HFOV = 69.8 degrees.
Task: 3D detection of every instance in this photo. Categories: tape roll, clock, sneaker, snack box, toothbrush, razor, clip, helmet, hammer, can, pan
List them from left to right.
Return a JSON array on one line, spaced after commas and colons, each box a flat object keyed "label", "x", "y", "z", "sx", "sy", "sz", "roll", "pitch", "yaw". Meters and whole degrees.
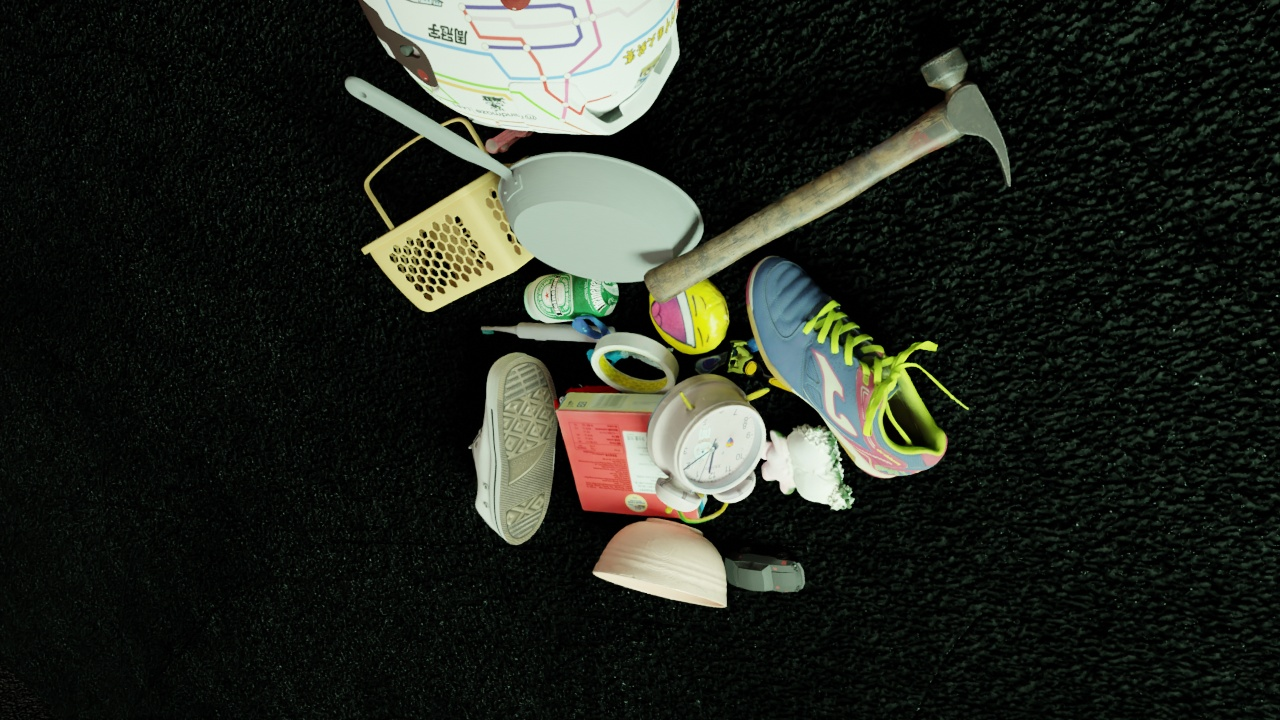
[{"label": "sneaker", "x": -0.166, "y": 0.099, "z": 1.122, "sx": 0.097, "sy": 0.091, "sz": 0.246, "roll": 26, "pitch": 125, "yaw": 38}, {"label": "helmet", "x": -0.116, "y": -0.325, "z": 0.807, "sx": 0.315, "sy": 0.230, "sz": 0.236, "roll": 25, "pitch": 151, "yaw": 19}, {"label": "clip", "x": -0.139, "y": -0.241, "z": 0.993, "sx": 0.060, "sy": 0.045, "sz": 0.023, "roll": -30, "pitch": 96, "yaw": 5}, {"label": "pan", "x": -0.106, "y": -0.159, "z": 0.851, "sx": 0.356, "sy": 0.050, "sz": 0.201, "roll": 21, "pitch": 157, "yaw": -26}, {"label": "toothbrush", "x": -0.112, "y": -0.033, "z": 1.063, "sx": 0.188, "sy": 0.018, "sz": 0.019, "roll": 4, "pitch": 110, "yaw": 31}, {"label": "can", "x": -0.075, "y": -0.070, "z": 1.002, "sx": 0.101, "sy": 0.053, "sz": 0.053, "roll": -4, "pitch": 108, "yaw": 33}, {"label": "snack box", "x": -0.008, "y": 0.106, "z": 1.013, "sx": 0.143, "sy": 0.040, "sz": 0.145, "roll": 1, "pitch": 122, "yaw": 21}, {"label": "tape roll", "x": -0.006, "y": 0.006, "z": 0.983, "sx": 0.094, "sy": 0.019, "sz": 0.094, "roll": 14, "pitch": 147, "yaw": 9}, {"label": "clock", "x": 0.068, "y": 0.095, "z": 0.934, "sx": 0.059, "sy": 0.116, "sz": 0.158, "roll": 42, "pitch": 131, "yaw": 54}, {"label": "razor", "x": 0.109, "y": -0.013, "z": 0.932, "sx": 0.141, "sy": 0.018, "sz": 0.044, "roll": -27, "pitch": 95, "yaw": 37}, {"label": "razor", "x": 0.152, "y": 0.021, "z": 0.907, "sx": 0.144, "sy": 0.021, "sz": 0.044, "roll": 21, "pitch": 139, "yaw": 12}, {"label": "hammer", "x": 0.149, "y": -0.130, "z": 0.802, "sx": 0.331, "sy": 0.033, "sz": 0.120, "roll": -28, "pitch": 94, "yaw": 24}, {"label": "sneaker", "x": 0.194, "y": -0.003, "z": 0.839, "sx": 0.242, "sy": 0.116, "sz": 0.091, "roll": 52, "pitch": 156, "yaw": -2}]

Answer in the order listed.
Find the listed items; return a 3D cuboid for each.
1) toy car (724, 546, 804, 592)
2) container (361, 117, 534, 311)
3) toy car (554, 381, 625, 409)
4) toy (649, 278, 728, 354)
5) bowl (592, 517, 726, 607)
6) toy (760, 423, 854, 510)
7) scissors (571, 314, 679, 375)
[{"label": "toy car", "x": 0.135, "y": 0.235, "z": 1.011, "sx": 0.092, "sy": 0.036, "sz": 0.042, "roll": 2, "pitch": 111, "yaw": 32}, {"label": "container", "x": -0.205, "y": -0.162, "z": 0.996, "sx": 0.184, "sy": 0.128, "sz": 0.167, "roll": -20, "pitch": 109, "yaw": 38}, {"label": "toy car", "x": -0.056, "y": 0.043, "z": 1.048, "sx": 0.090, "sy": 0.038, "sz": 0.025, "roll": -1, "pitch": 112, "yaw": 33}, {"label": "toy", "x": 0.048, "y": -0.050, "z": 0.940, "sx": 0.094, "sy": 0.041, "sz": 0.095, "roll": 7, "pitch": 120, "yaw": 35}, {"label": "bowl", "x": 0.029, "y": 0.221, "z": 1.027, "sx": 0.153, "sy": 0.153, "sz": 0.076, "roll": 3, "pitch": 70, "yaw": 31}, {"label": "toy", "x": 0.165, "y": 0.104, "z": 0.934, "sx": 0.109, "sy": 0.041, "sz": 0.096, "roll": 1, "pitch": 112, "yaw": 46}, {"label": "scissors", "x": -0.021, "y": -0.015, "z": 0.989, "sx": 0.129, "sy": 0.014, "sz": 0.119, "roll": 2, "pitch": 144, "yaw": 38}]
